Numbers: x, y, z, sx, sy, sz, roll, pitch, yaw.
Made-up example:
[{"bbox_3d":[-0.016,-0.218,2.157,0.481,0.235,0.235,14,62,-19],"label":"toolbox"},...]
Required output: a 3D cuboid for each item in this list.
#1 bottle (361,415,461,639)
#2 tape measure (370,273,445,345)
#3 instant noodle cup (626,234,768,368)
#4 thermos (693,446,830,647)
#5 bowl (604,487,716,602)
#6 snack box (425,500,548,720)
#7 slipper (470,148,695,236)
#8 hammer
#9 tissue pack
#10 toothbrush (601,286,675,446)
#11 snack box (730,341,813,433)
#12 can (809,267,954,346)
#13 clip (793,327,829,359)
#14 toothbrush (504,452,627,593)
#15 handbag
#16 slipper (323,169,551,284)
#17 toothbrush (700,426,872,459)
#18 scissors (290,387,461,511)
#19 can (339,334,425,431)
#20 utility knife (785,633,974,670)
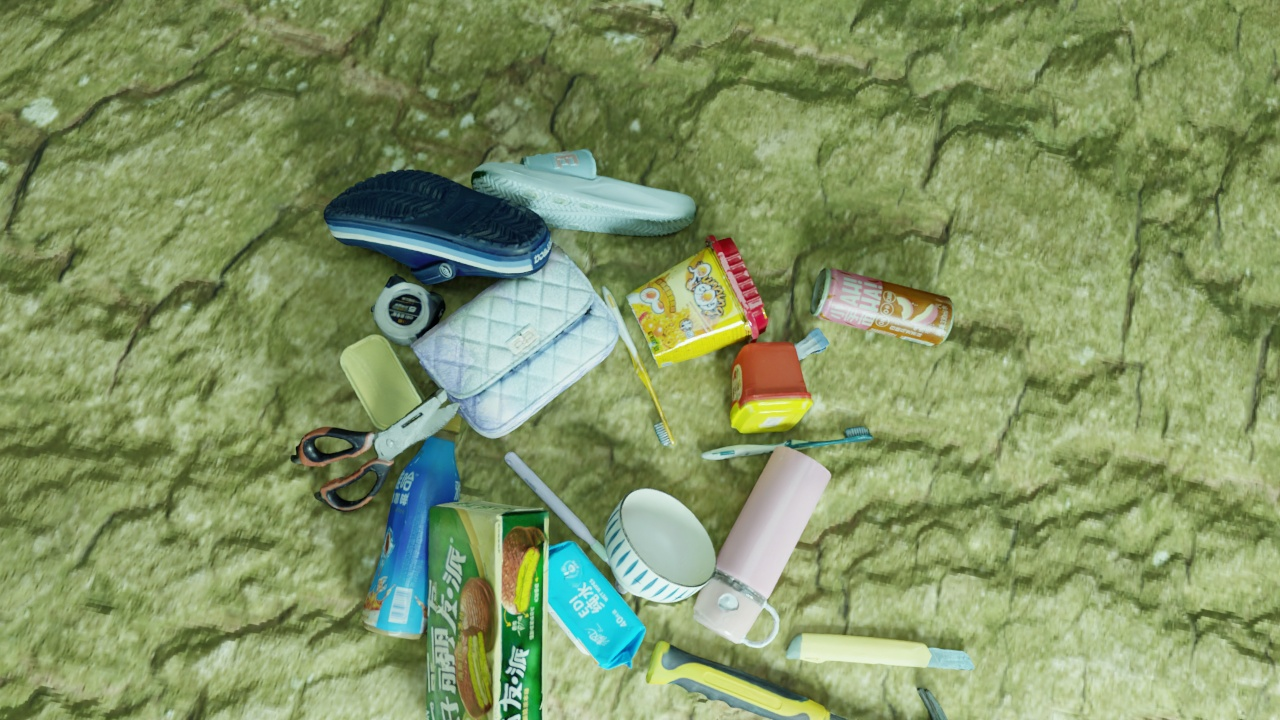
[{"bbox_3d":[-0.218,0.159,0.907,0.065,0.065,0.218,12,78,-3],"label":"bottle"},{"bbox_3d":[-0.249,-0.050,0.974,0.066,0.034,0.066,27,73,3],"label":"tape measure"},{"bbox_3d":[0.058,-0.055,0.971,0.123,0.116,0.116,-24,80,1],"label":"instant noodle cup"},{"bbox_3d":[0.131,0.192,0.935,0.087,0.067,0.198,26,74,12],"label":"thermos"},{"bbox_3d":[0.011,0.192,0.914,0.116,0.116,0.066,43,120,5],"label":"bowl"},{"bbox_3d":[-0.142,0.254,0.848,0.063,0.115,0.240,3,86,-44],"label":"snack box"},{"bbox_3d":[-0.059,-0.187,0.993,0.245,0.104,0.074,7,79,-9],"label":"slipper"},{"bbox_3d":[0.164,0.352,0.921,0.323,0.032,0.126,21,75,0],"label":"hammer"},{"bbox_3d":[-0.054,0.238,0.895,0.063,0.090,0.140,-39,83,-12],"label":"tissue pack"},{"bbox_3d":[-0.006,0.006,0.994,0.018,0.016,0.191,-23,81,-4],"label":"toothbrush"},{"bbox_3d":[0.135,0.028,0.966,0.082,0.091,0.080,-2,70,-6],"label":"snack box"},{"bbox_3d":[0.266,-0.059,1.014,0.147,0.058,0.057,14,76,-2],"label":"can"},{"bbox_3d":[0.179,-0.013,1.015,0.058,0.041,0.026,-29,84,-7],"label":"clip"},{"bbox_3d":[-0.075,0.166,0.948,0.189,0.029,0.021,46,36,7],"label":"toothbrush"},{"bbox_3d":[-0.124,-0.020,0.958,0.193,0.076,0.134,-39,84,-13],"label":"handbag"},{"bbox_3d":[-0.208,-0.130,0.969,0.253,0.095,0.104,13,42,17],"label":"slipper"},{"bbox_3d":[0.159,0.089,0.991,0.191,0.016,0.018,-6,67,-7],"label":"toothbrush"},{"bbox_3d":[-0.257,0.075,0.875,0.197,0.206,0.015,19,32,9],"label":"scissors"},{"bbox_3d":[-0.256,0.030,0.928,0.057,0.083,0.102,-30,81,-12],"label":"can"},{"bbox_3d":[0.249,0.302,0.946,0.198,0.021,0.031,5,81,2],"label":"utility knife"}]
